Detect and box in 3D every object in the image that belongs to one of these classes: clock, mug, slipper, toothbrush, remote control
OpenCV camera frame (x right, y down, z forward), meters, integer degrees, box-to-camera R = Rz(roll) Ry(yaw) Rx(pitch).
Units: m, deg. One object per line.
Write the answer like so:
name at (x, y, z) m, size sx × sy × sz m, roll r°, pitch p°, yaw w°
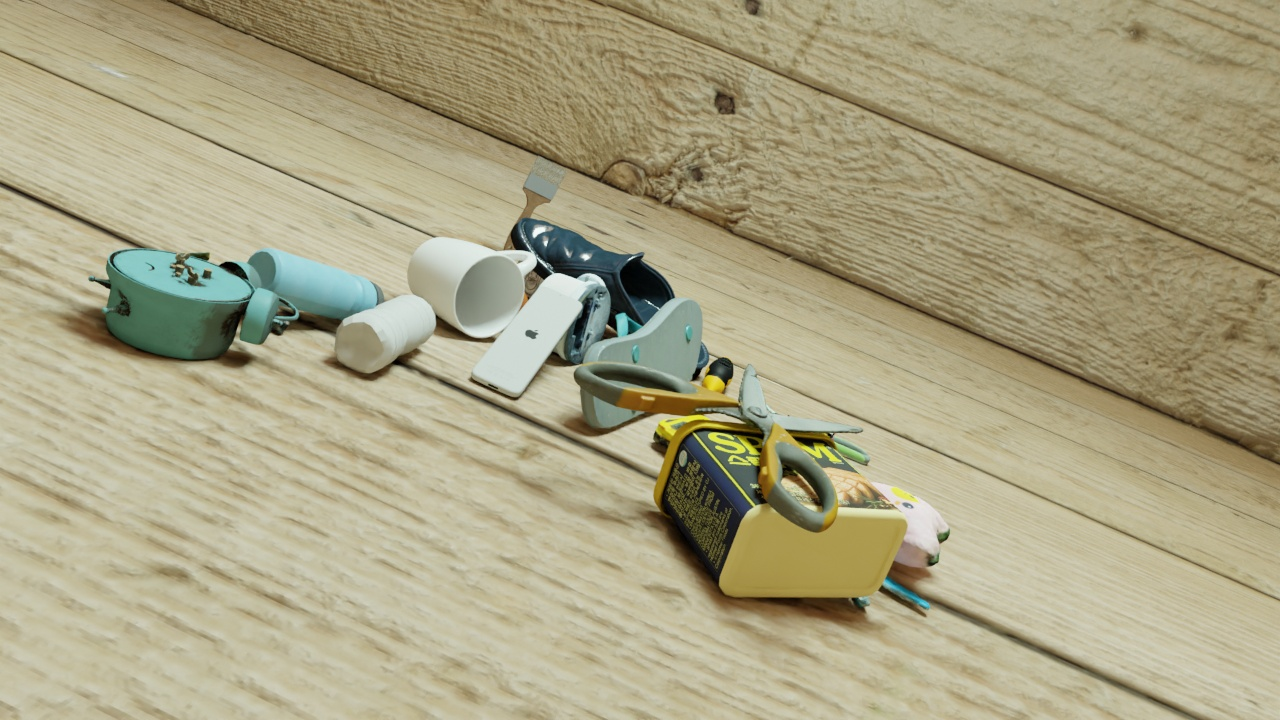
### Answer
clock at (-0.065, -0.044, 0.917) m, size 0.057 × 0.083 × 0.117 m, roll 21°, pitch 14°, yaw 20°
mug at (-0.157, -0.081, 0.878) m, size 0.114 × 0.081 × 0.088 m, roll -34°, pitch 42°, yaw -32°
slipper at (-0.019, -0.092, 1.023) m, size 0.265 × 0.084 × 0.108 m, roll 38°, pitch 28°, yaw 2°
slipper at (-0.005, 0.005, 0.848) m, size 0.055 × 0.098 × 0.268 m, roll 2°, pitch 15°, yaw 22°
toothbrush at (0.078, 0.025, 0.981) m, size 0.031 × 0.031 × 0.196 m, roll 28°, pitch 17°, yaw 5°
clock at (-0.292, -0.038, 0.612) m, size 0.124 × 0.053 × 0.090 m, roll 9°, pitch 20°, yaw -42°
remote control at (-0.096, -0.019, 0.800) m, size 0.045 × 0.008 × 0.146 m, roll 24°, pitch 40°, yaw 5°

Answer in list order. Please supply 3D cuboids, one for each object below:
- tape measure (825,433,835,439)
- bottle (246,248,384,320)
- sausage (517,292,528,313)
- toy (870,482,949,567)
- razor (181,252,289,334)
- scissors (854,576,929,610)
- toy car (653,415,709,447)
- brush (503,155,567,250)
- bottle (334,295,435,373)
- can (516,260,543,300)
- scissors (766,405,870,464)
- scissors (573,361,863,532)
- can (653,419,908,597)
tape measure at (0.158, 0.084, 0.821) m, size 0.019 × 0.059 × 0.051 m, roll 25°, pitch 15°, yaw 9°
bottle at (-0.252, -0.055, 0.729) m, size 0.040 × 0.040 × 0.130 m, roll 29°, pitch 5°, yaw 25°
sausage at (-0.175, -0.082, 0.962) m, size 0.164 × 0.044 × 0.039 m, roll 34°, pitch 8°, yaw 39°
toy at (0.192, 0.123, 0.708) m, size 0.093 × 0.050 × 0.102 m, roll 29°, pitch 11°, yaw 22°
razor at (-0.310, -0.049, 0.694) m, size 0.106 × 0.026 × 0.042 m, roll 29°, pitch 13°, yaw 11°
scissors at (0.148, 0.146, 0.683) m, size 0.140 × 0.011 × 0.134 m, roll 23°, pitch 16°, yaw 1°
toy car at (0.052, 0.066, 0.794) m, size 0.049 × 0.030 × 0.106 m, roll 28°, pitch 14°, yaw 27°
brush at (-0.151, -0.201, 1.230) m, size 0.045 × 0.143 × 0.008 m, roll 24°, pitch 13°, yaw -29°
bottle at (-0.195, -0.025, 0.726) m, size 0.044 × 0.044 × 0.136 m, roll 23°, pitch 14°, yaw 1°
can at (-0.100, -0.101, 1.106) m, size 0.063 × 0.063 × 0.114 m, roll 28°, pitch 15°, yaw 21°
scissors at (0.163, 0.074, 0.954) m, size 0.171 × 0.024 × 0.165 m, roll 20°, pitch 20°, yaw -2°
scissors at (0.061, 0.040, 0.614) m, size 0.230 × 0.016 × 0.225 m, roll 17°, pitch 22°, yaw -7°
can at (0.093, 0.101, 0.617) m, size 0.135 × 0.075 × 0.104 m, roll 7°, pitch 22°, yaw -26°
